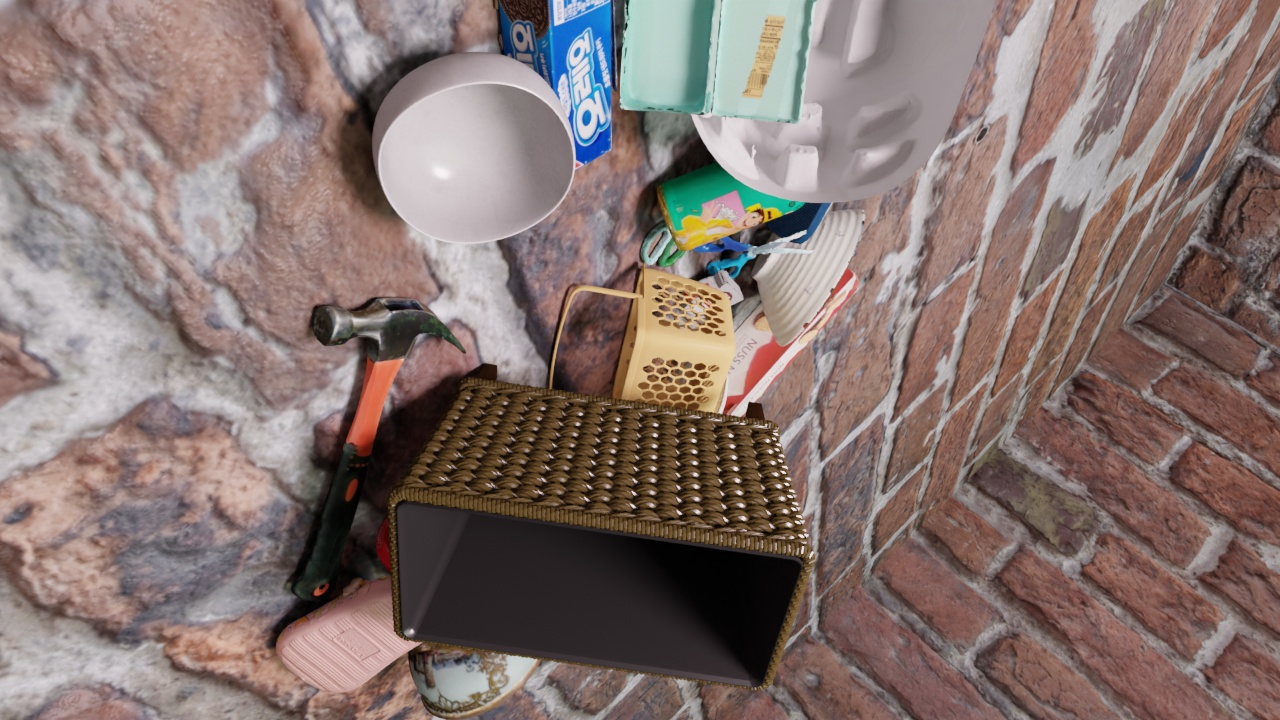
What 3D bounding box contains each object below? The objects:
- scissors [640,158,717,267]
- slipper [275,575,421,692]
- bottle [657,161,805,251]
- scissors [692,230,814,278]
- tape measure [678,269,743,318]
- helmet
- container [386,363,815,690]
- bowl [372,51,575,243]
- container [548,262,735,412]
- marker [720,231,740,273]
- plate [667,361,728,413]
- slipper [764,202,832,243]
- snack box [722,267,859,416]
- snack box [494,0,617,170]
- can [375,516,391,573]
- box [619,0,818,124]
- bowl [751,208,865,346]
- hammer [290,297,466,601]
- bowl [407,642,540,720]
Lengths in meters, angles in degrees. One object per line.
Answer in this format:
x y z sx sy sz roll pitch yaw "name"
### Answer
0.041 -0.147 0.905 0.070 0.014 0.131 -6 131 -50 "scissors"
-0.267 0.246 0.883 0.198 0.081 0.093 -34 115 26 "slipper"
0.122 -0.166 0.838 0.210 0.068 0.068 -19 152 11 "bottle"
0.114 -0.119 0.960 0.134 0.015 0.104 -14 148 34 "scissors"
0.077 -0.073 1.010 0.062 0.020 0.060 -25 157 16 "tape measure"
0.141 -0.273 0.692 0.224 0.183 0.283 -2 134 -2 "helmet"
-0.032 0.131 0.805 0.204 0.321 0.177 -83 -179 -54 "container"
-0.114 -0.149 0.623 0.131 0.064 0.132 -11 141 -9 "bowl"
-0.005 0.005 0.925 0.167 0.129 0.184 8 130 -7 "container"
0.097 -0.096 1.032 0.015 0.018 0.134 1 135 -7 "marker"
0.049 0.061 1.039 0.014 0.157 0.157 32 100 -23 "plate"
0.193 -0.241 0.892 0.060 0.118 0.296 -18 144 -31 "slipper"
0.155 -0.019 1.143 0.273 0.076 0.044 -48 148 0 "snack box"
-0.057 -0.235 0.623 0.059 0.059 0.227 -37 149 -27 "snack box"
-0.211 0.203 0.921 0.074 0.074 0.143 -36 149 -20 "can"
0.056 -0.262 0.630 0.033 0.136 0.187 -76 172 -65 "box"
0.174 -0.109 1.035 0.177 0.071 0.177 -60 -175 9 "bowl"
-0.247 0.089 0.788 0.132 0.033 0.334 -11 135 -48 "hammer"
-0.193 0.299 1.011 0.159 0.160 0.094 -37 119 -19 "bowl"
